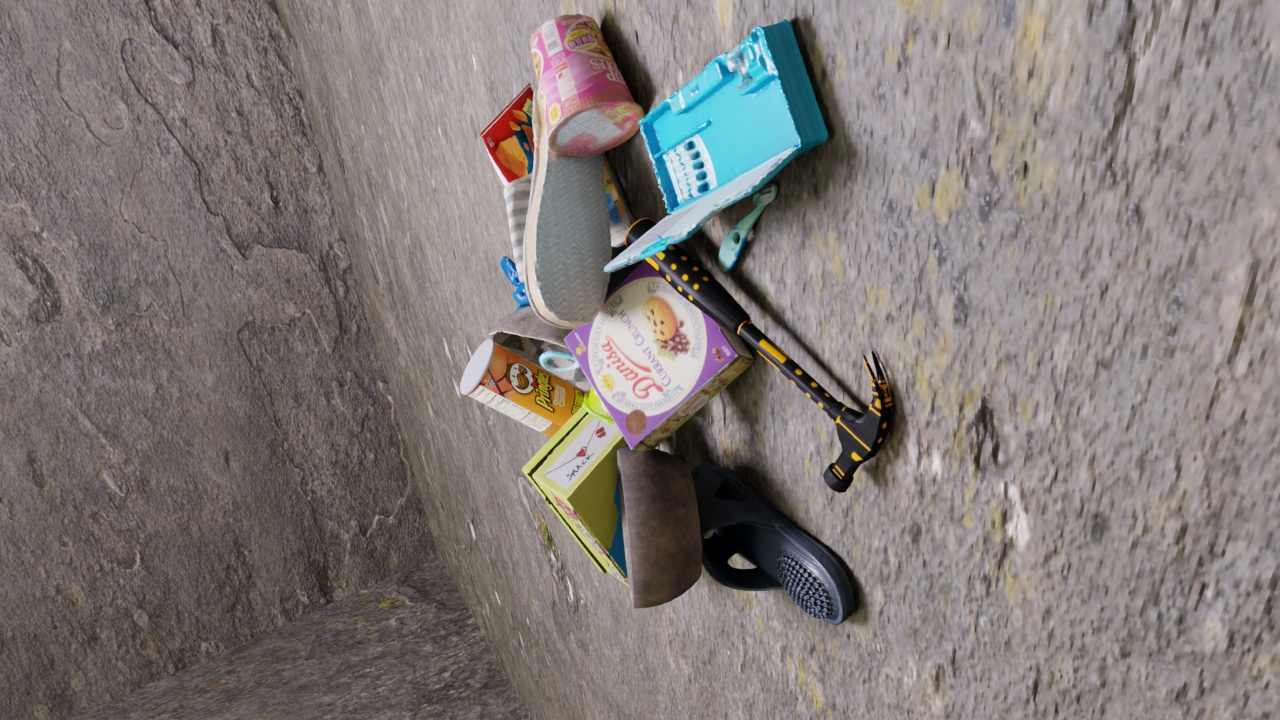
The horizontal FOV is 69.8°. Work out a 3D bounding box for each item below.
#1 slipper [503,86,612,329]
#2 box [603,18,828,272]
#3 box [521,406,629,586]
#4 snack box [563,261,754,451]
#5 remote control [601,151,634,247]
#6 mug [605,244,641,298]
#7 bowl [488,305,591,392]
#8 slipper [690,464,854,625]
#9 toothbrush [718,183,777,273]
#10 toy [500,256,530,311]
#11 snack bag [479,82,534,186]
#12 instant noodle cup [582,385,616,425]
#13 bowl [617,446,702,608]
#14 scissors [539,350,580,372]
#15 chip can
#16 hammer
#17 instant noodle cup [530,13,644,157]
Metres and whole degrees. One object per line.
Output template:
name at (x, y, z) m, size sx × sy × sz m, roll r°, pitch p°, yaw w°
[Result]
slipper at (-0.082, -0.159, 0.926) m, size 0.054 × 0.114 × 0.272 m, roll -19°, pitch 62°, yaw 43°
box at (0.057, -0.153, 0.738) m, size 0.228 × 0.086 × 0.169 m, roll 170°, pitch 114°, yaw -68°
box at (-0.030, 0.163, 1.072) m, size 0.083 × 0.124 × 0.221 m, roll 26°, pitch 157°, yaw 40°
snack box at (0.015, -0.011, 0.901) m, size 0.148 × 0.040 × 0.143 m, roll -43°, pitch 63°, yaw 20°
remote control at (-0.042, -0.183, 0.993) m, size 0.125 × 0.038 × 0.018 m, roll 67°, pitch -159°, yaw 5°
mug at (-0.052, -0.082, 1.037) m, size 0.078 × 0.087 × 0.114 m, roll 53°, pitch 153°, yaw 34°
bowl at (-0.097, -0.023, 1.162) m, size 0.178 × 0.081 × 0.179 m, roll 20°, pitch 161°, yaw 7°
slipper at (0.106, 0.196, 0.939) m, size 0.264 × 0.082 × 0.101 m, roll 32°, pitch 140°, yaw 55°
toothbrush at (0.087, -0.110, 0.788) m, size 0.022 × 0.017 × 0.135 m, roll 61°, pitch 157°, yaw 16°
toy at (-0.149, -0.077, 1.294) m, size 0.113 × 0.071 × 0.176 m, roll 146°, pitch 112°, yaw -65°
snack bag at (-0.108, -0.205, 0.979) m, size 0.039 × 0.130 × 0.144 m, roll -13°, pitch 122°, yaw 30°
instant noodle cup at (-0.006, 0.006, 0.996) m, size 0.099 × 0.098 × 0.108 m, roll 37°, pitch 124°, yaw 52°
bowl at (0.019, 0.166, 0.934) m, size 0.162 × 0.070 × 0.162 m, roll 172°, pitch 92°, yaw -86°
scissors at (-0.048, -0.011, 1.056) m, size 0.140 × 0.134 × 0.011 m, roll 101°, pitch 175°, yaw -48°
chip can at (-0.114, 0.055, 1.153) m, size 0.215 × 0.075 × 0.075 m, roll 30°, pitch 172°, yaw -24°
hammer at (0.091, -0.031, 0.794) m, size 0.320 × 0.036 × 0.123 m, roll 46°, pitch 138°, yaw 32°
instant noodle cup at (-0.058, -0.269, 0.890) m, size 0.098 × 0.097 × 0.108 m, roll 131°, pitch 123°, yaw -66°
